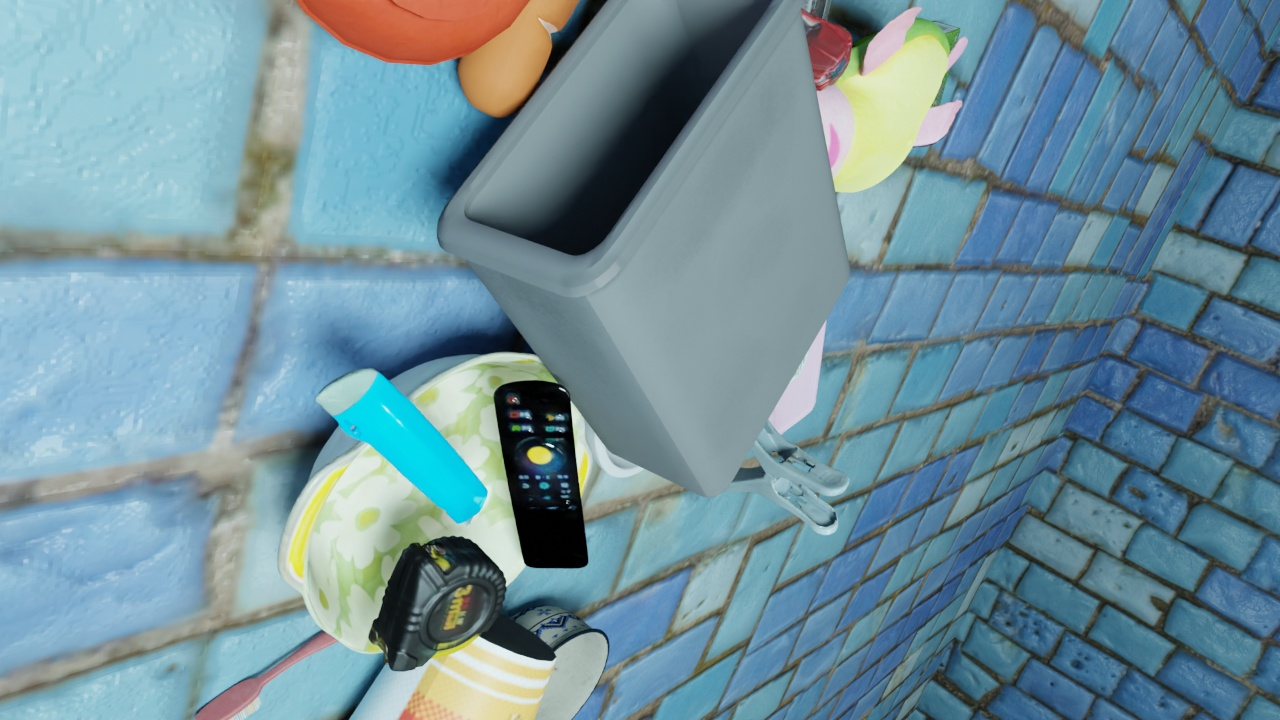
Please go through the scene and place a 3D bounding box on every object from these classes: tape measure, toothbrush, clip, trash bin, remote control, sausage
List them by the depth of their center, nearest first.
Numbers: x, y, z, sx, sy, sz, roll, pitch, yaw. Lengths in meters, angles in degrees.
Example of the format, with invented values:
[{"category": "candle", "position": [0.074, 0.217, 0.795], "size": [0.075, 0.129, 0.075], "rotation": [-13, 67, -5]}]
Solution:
[{"category": "sausage", "position": [-0.035, -0.190, 0.429], "size": [0.044, 0.039, 0.164], "rotation": [32, 91, -17]}, {"category": "trash bin", "position": [0.024, -0.059, 0.489], "size": [0.191, 0.098, 0.220], "rotation": [-57, 148, -18]}, {"category": "tape measure", "position": [-0.106, 0.126, 0.495], "size": [0.062, 0.038, 0.067], "rotation": [4, 110, -46]}, {"category": "remote control", "position": [-0.054, 0.069, 0.522], "size": [0.020, 0.041, 0.152], "rotation": [-87, 176, -48]}, {"category": "toothbrush", "position": [-0.181, 0.164, 0.560], "size": [0.183, 0.015, 0.016], "rotation": [-33, 143, -36]}, {"category": "clip", "position": [0.083, 0.049, 0.693], "size": [0.029, 0.172, 0.143], "rotation": [-35, 132, -35]}]

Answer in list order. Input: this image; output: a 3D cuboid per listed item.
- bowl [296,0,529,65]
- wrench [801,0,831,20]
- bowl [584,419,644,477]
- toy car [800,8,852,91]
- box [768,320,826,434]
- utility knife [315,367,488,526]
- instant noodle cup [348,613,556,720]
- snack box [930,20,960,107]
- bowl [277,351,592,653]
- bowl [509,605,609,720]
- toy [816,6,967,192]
[{"category": "bowl", "position": [-0.082, -0.174, 0.355], "size": [0.121, 0.035, 0.122], "rotation": [-17, 125, -27]}, {"category": "wrench", "position": [0.117, -0.219, 0.647], "size": [0.069, 0.010, 0.274], "rotation": [-26, 136, -41]}, {"category": "bowl", "position": [-0.004, 0.004, 0.631], "size": [0.149, 0.043, 0.150], "rotation": [-42, 144, -42]}, {"category": "toy car", "position": [0.082, -0.192, 0.543], "size": [0.042, 0.091, 0.036], "rotation": [-56, 162, -5]}, {"category": "box", "position": [0.123, -0.014, 0.809], "size": [0.086, 0.044, 0.203], "rotation": [-34, 142, -26]}, {"category": "utility knife", "position": [-0.108, 0.046, 0.444], "size": [0.031, 0.015, 0.158], "rotation": [-46, 147, -15]}, {"category": "instant noodle cup", "position": [-0.124, 0.231, 0.605], "size": [0.121, 0.123, 0.123], "rotation": [-63, 149, -6]}, {"category": "snack box", "position": [0.205, -0.222, 0.751], "size": [0.147, 0.025, 0.080], "rotation": [-30, 139, -38]}, {"category": "bowl", "position": [-0.119, 0.069, 0.521], "size": [0.219, 0.060, 0.188], "rotation": [5, 112, -56]}, {"category": "bowl", "position": [-0.085, 0.241, 0.713], "size": [0.115, 0.059, 0.116], "rotation": [-34, 141, -34]}, {"category": "toy", "position": [0.144, -0.167, 0.632], "size": [0.237, 0.087, 0.191], "rotation": [-24, 151, -29]}]
